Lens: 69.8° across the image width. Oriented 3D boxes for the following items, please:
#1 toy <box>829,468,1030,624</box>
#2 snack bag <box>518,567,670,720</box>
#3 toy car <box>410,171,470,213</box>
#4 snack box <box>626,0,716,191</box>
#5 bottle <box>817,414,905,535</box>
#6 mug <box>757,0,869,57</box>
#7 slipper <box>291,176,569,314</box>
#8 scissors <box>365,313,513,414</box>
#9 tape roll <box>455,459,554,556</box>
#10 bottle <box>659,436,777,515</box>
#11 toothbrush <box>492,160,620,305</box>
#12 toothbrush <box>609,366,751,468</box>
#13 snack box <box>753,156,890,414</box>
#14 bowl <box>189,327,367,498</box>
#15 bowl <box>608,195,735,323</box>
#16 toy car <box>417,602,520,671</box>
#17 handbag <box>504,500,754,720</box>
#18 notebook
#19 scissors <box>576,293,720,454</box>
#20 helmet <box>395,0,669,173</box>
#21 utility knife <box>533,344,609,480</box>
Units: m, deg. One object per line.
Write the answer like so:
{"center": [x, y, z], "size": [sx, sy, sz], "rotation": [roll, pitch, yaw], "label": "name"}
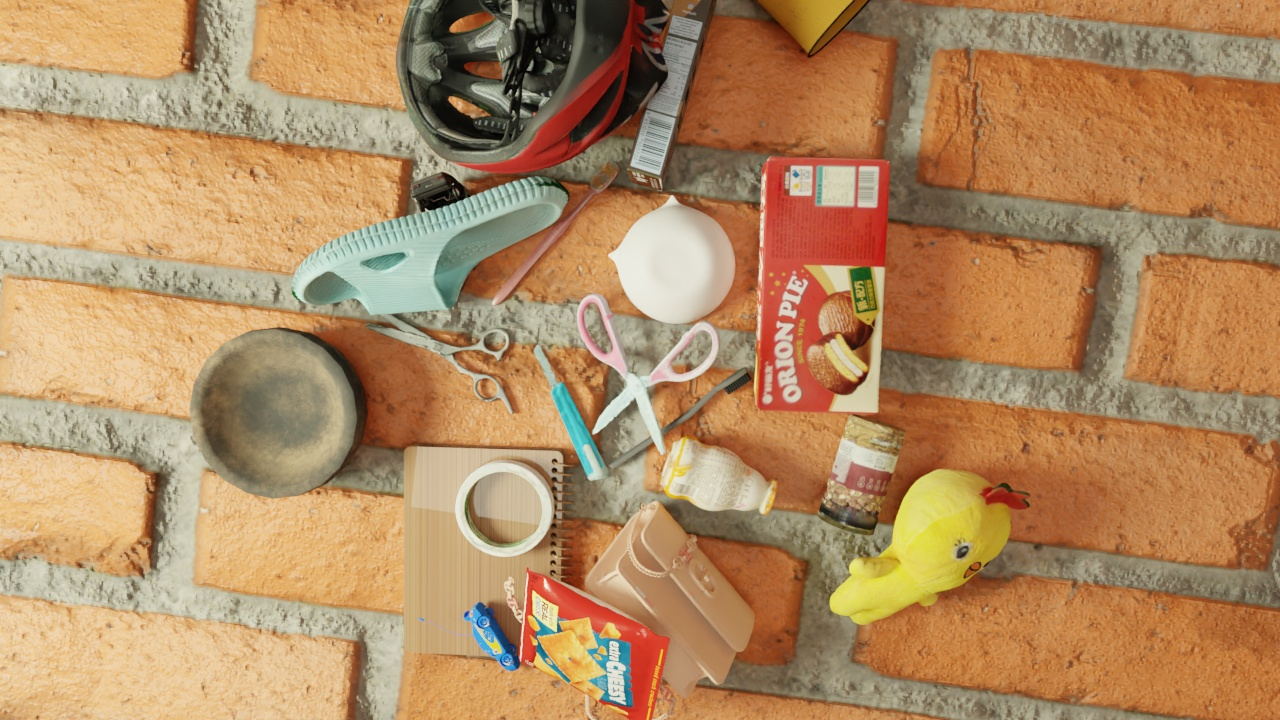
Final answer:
{"center": [0.268, 0.178, 0.867], "size": [0.133, 0.092, 0.208], "rotation": [29, 106, -44], "label": "toy"}
{"center": [-0.046, 0.263, 0.836], "size": [0.144, 0.039, 0.131], "rotation": [22, 125, 19], "label": "snack bag"}
{"center": [-0.186, -0.156, 0.857], "size": [0.040, 0.092, 0.037], "rotation": [-20, 87, 3], "label": "toy car"}
{"center": [0.030, -0.254, 0.835], "size": [0.031, 0.101, 0.186], "rotation": [16, 95, 1], "label": "snack box"}
{"center": [0.212, 0.109, 0.881], "size": [0.056, 0.056, 0.105], "rotation": [16, 95, 1], "label": "bottle"}
{"center": [0.163, -0.351, 0.831], "size": [0.094, 0.101, 0.123], "rotation": [46, 58, 0], "label": "mug"}
{"center": [-0.191, -0.095, 0.854], "size": [0.276, 0.116, 0.069], "rotation": [-20, 75, 0], "label": "slipper"}
{"center": [-0.196, 0.000, 0.910], "size": [0.160, 0.014, 0.120], "rotation": [-3, 94, 0], "label": "scissors"}
{"center": [-0.132, 0.144, 0.894], "size": [0.094, 0.018, 0.094], "rotation": [0, 95, 4], "label": "tape roll"}
{"center": [0.076, 0.115, 0.884], "size": [0.109, 0.063, 0.063], "rotation": [19, 95, 0], "label": "bottle"}
{"center": [-0.085, -0.123, 0.895], "size": [0.015, 0.015, 0.184], "rotation": [43, 97, 5], "label": "toothbrush"}
{"center": [0.038, 0.058, 0.906], "size": [0.167, 0.013, 0.013], "rotation": [-34, 101, 5], "label": "toothbrush"}
{"center": [0.168, -0.069, 0.866], "size": [0.113, 0.060, 0.236], "rotation": [1, 95, 2], "label": "snack box"}
{"center": [-0.342, 0.048, 0.891], "size": [0.162, 0.070, 0.162], "rotation": [0, 95, 2], "label": "bowl"}
{"center": [0.034, -0.092, 0.874], "size": [0.115, 0.050, 0.115], "rotation": [0, 95, 2], "label": "bowl"}
{"center": [-0.166, 0.275, 0.897], "size": [0.062, 0.033, 0.092], "rotation": [-31, 91, 0], "label": "toy car"}
{"center": [-0.010, 0.239, 0.904], "size": [0.188, 0.116, 0.199], "rotation": [-35, 98, 36], "label": "handbag"}
{"center": [-0.151, 0.191, 0.920], "size": [0.169, 0.022, 0.210], "rotation": [2, 95, 3], "label": "notebook"}
{"center": [0.007, 0.007, 0.876], "size": [0.175, 0.013, 0.170], "rotation": [-19, 94, 24], "label": "scissors"}
{"center": [-0.103, -0.270, 0.791], "size": [0.272, 0.166, 0.217], "rotation": [7, 96, 39], "label": "helmet"}
{"center": [-0.069, 0.051, 0.909], "size": [0.022, 0.015, 0.149], "rotation": [-24, 91, -22], "label": "utility knife"}
